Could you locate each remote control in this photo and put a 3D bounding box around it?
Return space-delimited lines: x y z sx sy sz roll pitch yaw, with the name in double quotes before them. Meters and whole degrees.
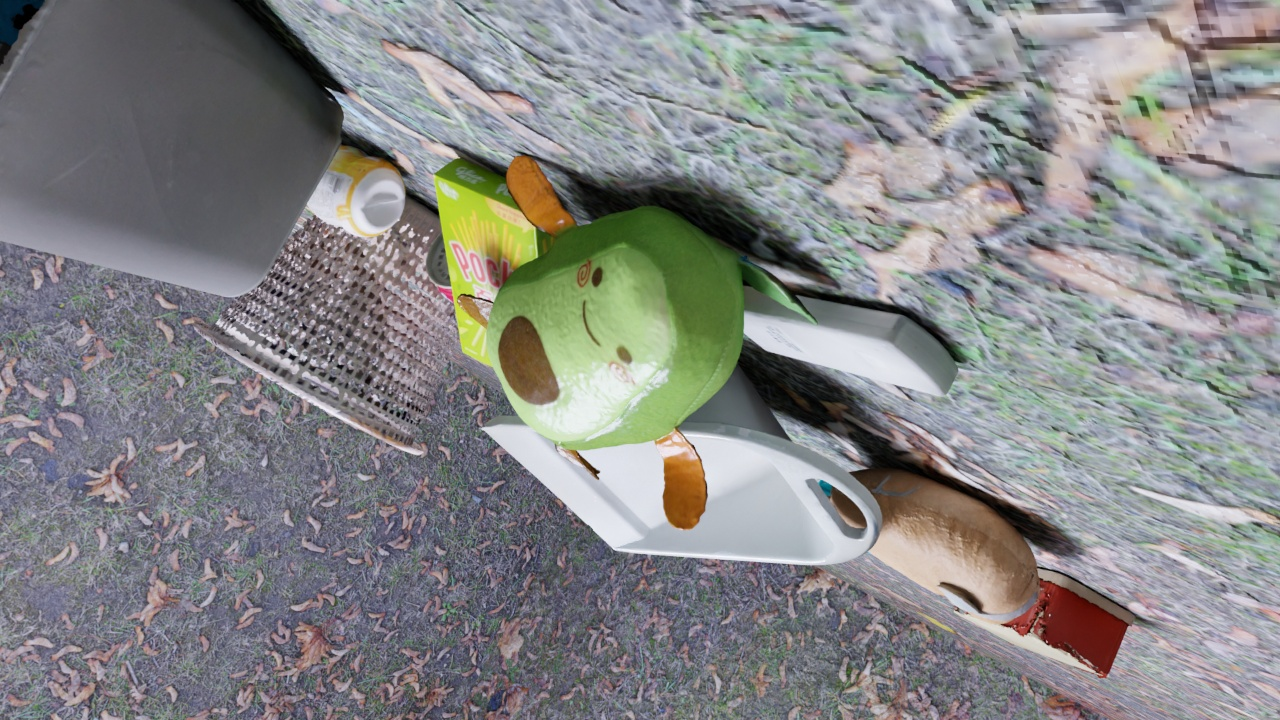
"remote control" 0.099 -0.014 0.482 0.056 0.019 0.135 36 169 -34

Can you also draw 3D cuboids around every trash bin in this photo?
"trash bin" -0.250 -0.051 0.838 0.227 0.192 0.227 30 172 4
"trash bin" -0.313 -0.153 0.521 0.199 0.199 0.219 28 178 21

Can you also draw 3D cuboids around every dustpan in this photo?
"dustpan" 0.044 0.108 0.718 0.223 0.258 0.142 51 -160 -40

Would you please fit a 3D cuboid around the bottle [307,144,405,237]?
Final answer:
"bottle" -0.239 -0.140 0.725 0.108 0.063 0.063 25 170 28

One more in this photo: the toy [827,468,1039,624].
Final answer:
"toy" 0.215 0.135 0.753 0.226 0.082 0.143 26 157 40

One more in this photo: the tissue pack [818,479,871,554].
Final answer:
"tissue pack" 0.231 0.167 0.980 0.093 0.050 0.133 28 171 21

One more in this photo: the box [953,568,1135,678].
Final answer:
"box" 0.373 0.247 0.876 0.091 0.080 0.168 29 171 -2

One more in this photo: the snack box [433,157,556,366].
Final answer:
"snack box" -0.091 -0.052 0.619 0.086 0.026 0.157 26 139 23

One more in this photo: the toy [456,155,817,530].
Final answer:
"toy" -0.023 -0.010 0.513 0.247 0.089 0.227 -30 89 54

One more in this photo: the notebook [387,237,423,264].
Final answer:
"notebook" -0.255 -0.122 1.056 0.150 0.012 0.211 24 170 38

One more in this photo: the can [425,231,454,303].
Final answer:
"can" -0.128 -0.068 0.763 0.066 0.066 0.094 25 170 30
